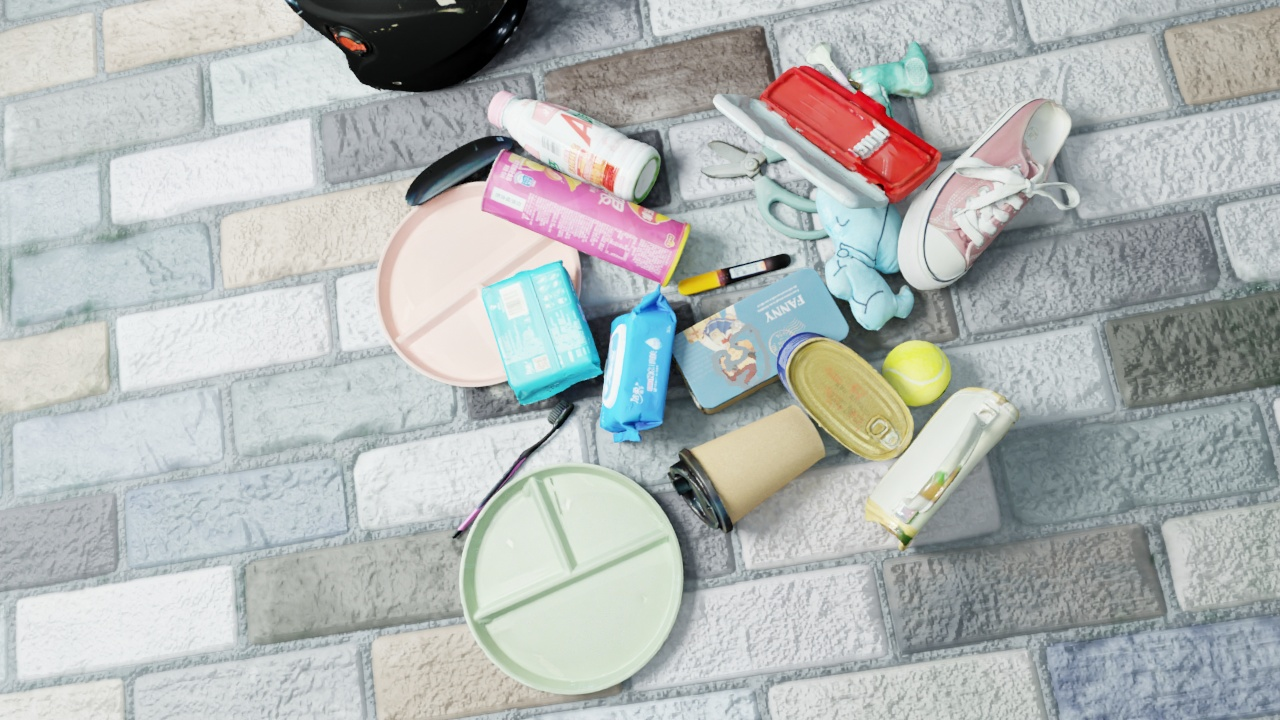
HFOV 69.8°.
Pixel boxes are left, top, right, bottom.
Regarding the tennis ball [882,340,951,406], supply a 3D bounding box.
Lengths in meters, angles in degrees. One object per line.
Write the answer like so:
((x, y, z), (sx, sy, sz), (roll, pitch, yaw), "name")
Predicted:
((0.274, 0.013, 0.912), (0.065, 0.065, 0.065), (-1, 80, 6), "tennis ball")

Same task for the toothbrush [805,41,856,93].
((0.245, -0.268, 0.990), (0.029, 0.020, 0.189), (-37, 79, 6), "toothbrush")

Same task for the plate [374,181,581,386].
((-0.176, -0.083, 1.002), (0.229, 0.028, 0.229), (-1, 80, 7), "plate")

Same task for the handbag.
((0.274, 0.094, 0.840), (0.063, 0.179, 0.163), (40, 88, 17), "handbag")

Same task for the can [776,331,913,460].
((0.195, 0.034, 0.884), (0.148, 0.049, 0.074), (41, 95, -11), "can")

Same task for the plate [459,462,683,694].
((-0.070, 0.219, 0.935), (0.230, 0.027, 0.230), (-1, 80, 7), "plate")

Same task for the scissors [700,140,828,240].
((0.158, -0.217, 0.992), (0.177, 0.019, 0.172), (34, 86, 12), "scissors")

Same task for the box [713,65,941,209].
((0.186, -0.225, 0.933), (0.159, 0.064, 0.201), (-29, 59, -29), "box")

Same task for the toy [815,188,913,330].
((0.230, -0.120, 0.938), (0.161, 0.050, 0.155), (43, 59, -7), "toy")

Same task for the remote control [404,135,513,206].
((-0.204, -0.216, 1.016), (0.136, 0.024, 0.053), (-33, 39, -7), "remote control")

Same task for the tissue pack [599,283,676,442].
((-0.006, 0.005, 0.929), (0.052, 0.095, 0.157), (11, 80, -14), "tissue pack")

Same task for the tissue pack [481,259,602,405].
((-0.101, -0.029, 0.942), (0.093, 0.050, 0.133), (-19, 78, 1), "tissue pack")

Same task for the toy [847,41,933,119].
((0.269, -0.293, 0.980), (0.092, 0.030, 0.096), (-11, 74, -6), "toy")

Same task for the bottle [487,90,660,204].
((-0.076, -0.238, 1.001), (0.197, 0.068, 0.068), (29, 84, 15), "bottle")

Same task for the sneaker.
((0.354, -0.169, 0.912), (0.118, 0.088, 0.241), (43, 83, -17), "sneaker")

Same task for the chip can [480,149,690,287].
((-0.057, -0.148, 0.955), (0.210, 0.071, 0.071), (22, 83, -2), "chip can")

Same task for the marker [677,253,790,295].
((0.100, -0.092, 0.978), (0.124, 0.015, 0.018), (-16, 80, 1), "marker")

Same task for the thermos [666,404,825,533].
((0.106, 0.104, 0.908), (0.143, 0.093, 0.093), (-30, 78, -8), "thermos")

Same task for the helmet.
((-0.245, -0.427, 0.971), (0.274, 0.231, 0.233), (13, 79, -30), "helmet")

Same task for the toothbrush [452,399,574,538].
((-0.137, 0.115, 0.970), (0.018, 0.014, 0.189), (41, 87, 22), "toothbrush")

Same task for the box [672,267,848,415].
((0.125, -0.020, 0.938), (0.184, 0.063, 0.089), (-30, 78, 2), "box")
